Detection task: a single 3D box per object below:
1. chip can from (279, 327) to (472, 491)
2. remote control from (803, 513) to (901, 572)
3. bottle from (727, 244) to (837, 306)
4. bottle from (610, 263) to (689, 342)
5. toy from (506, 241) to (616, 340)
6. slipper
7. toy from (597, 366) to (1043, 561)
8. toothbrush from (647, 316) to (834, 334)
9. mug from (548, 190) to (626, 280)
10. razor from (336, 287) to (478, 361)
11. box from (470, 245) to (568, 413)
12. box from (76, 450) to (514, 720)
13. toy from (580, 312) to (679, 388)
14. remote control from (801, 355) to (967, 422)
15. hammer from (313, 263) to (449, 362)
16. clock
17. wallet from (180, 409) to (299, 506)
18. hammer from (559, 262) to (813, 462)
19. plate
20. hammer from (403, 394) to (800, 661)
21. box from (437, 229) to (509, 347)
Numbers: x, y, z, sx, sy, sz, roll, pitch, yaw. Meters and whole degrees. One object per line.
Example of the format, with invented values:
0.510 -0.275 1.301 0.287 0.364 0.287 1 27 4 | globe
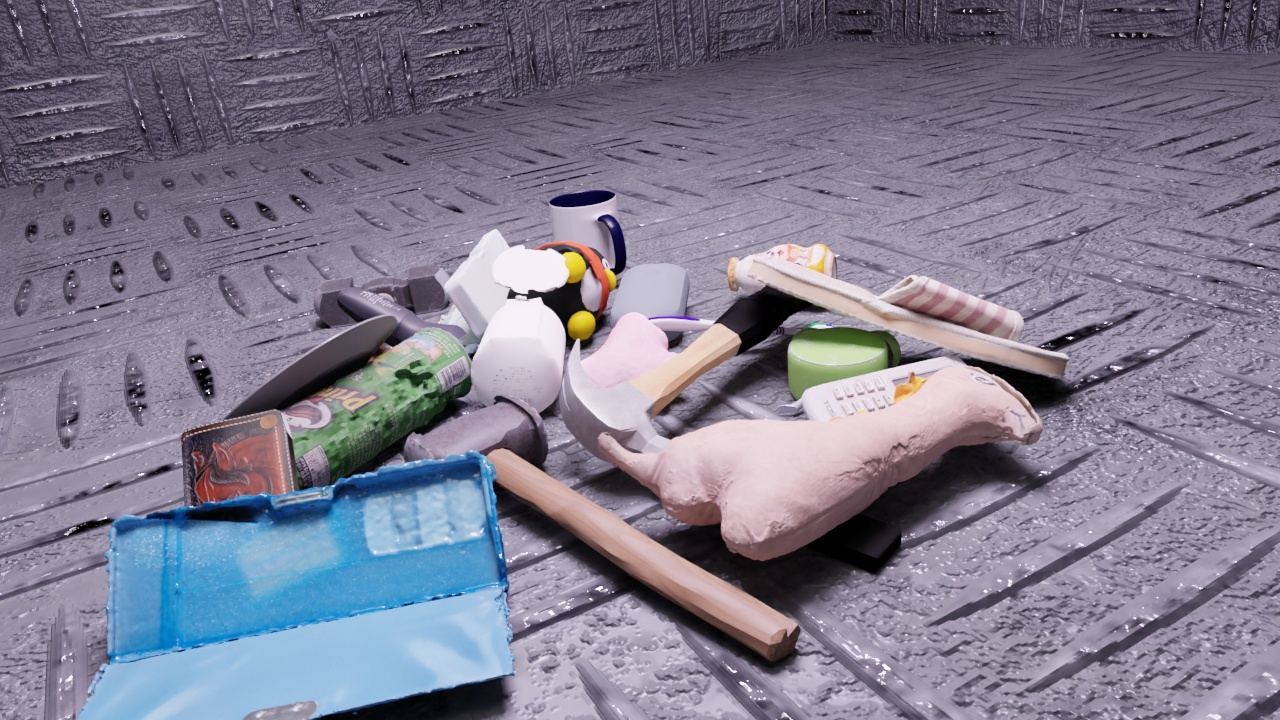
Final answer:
-0.225 0.043 0.733 0.075 0.075 0.222 7 27 28 | chip can
0.093 0.100 0.597 0.150 0.013 0.034 15 33 39 | remote control
0.146 -0.088 0.948 0.109 0.063 0.063 2 25 19 | bottle
0.008 -0.046 0.904 0.072 0.046 0.161 -3 27 9 | bottle
-0.073 -0.079 0.945 0.100 0.097 0.119 2 22 28 | toy
0.216 -0.047 0.749 0.263 0.052 0.115 20 7 15 | slipper
0.125 0.046 0.607 0.263 0.065 0.196 -25 37 -34 | toy
0.095 -0.030 0.846 0.186 0.015 0.016 3 20 -8 | toothbrush
-0.053 -0.140 1.071 0.078 0.097 0.112 -21 28 -30 | mug
-0.223 -0.031 0.873 0.143 0.052 0.047 30 25 2 | razor
-0.102 -0.032 0.819 0.084 0.119 0.159 -4 22 0 | box
-0.192 0.143 0.528 0.231 0.066 0.172 -9 42 -7 | box
-0.005 0.005 0.784 0.093 0.050 0.102 26 61 26 | toy
0.191 0.035 0.683 0.138 0.025 0.060 -12 49 -12 | remote control
-0.268 -0.018 0.932 0.156 0.043 0.322 -10 26 -8 | hammer
0.166 0.003 0.763 0.094 0.043 0.119 4 25 19 | clock
-0.258 0.096 0.596 0.072 0.019 0.123 -13 64 -11 | wallet
0.062 -0.011 0.758 0.131 0.039 0.327 35 41 20 | hammer
-0.270 0.022 0.751 0.178 0.012 0.178 -38 0 0 | plate
-0.036 0.103 0.591 0.097 0.052 0.329 -24 33 -35 | hammer
-0.185 -0.061 0.984 0.096 0.086 0.198 -30 17 15 | box
